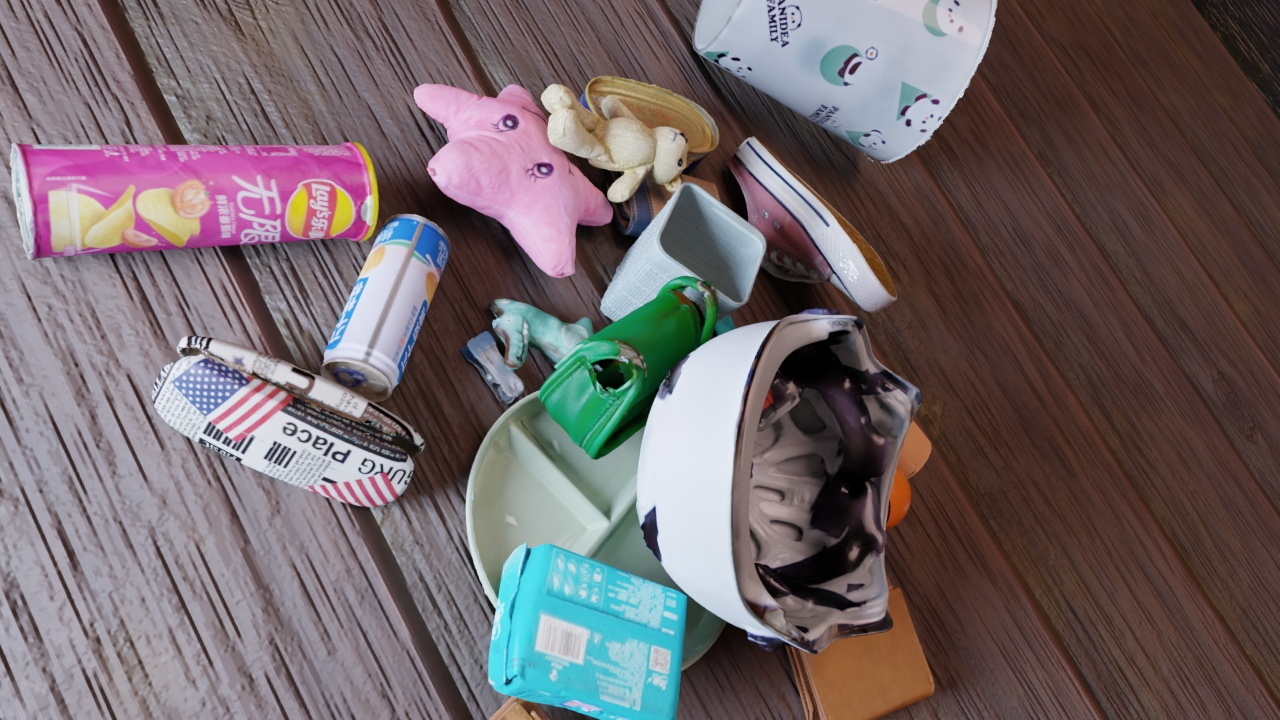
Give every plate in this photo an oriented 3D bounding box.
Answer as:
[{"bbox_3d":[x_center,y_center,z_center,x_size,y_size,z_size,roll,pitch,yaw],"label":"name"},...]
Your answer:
[{"bbox_3d":[-0.025,0.124,0.682,0.230,0.028,0.229,16,57,-26],"label":"plate"}]

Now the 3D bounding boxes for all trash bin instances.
[{"bbox_3d":[0.210,-0.371,1.002,0.251,0.230,0.229,21,55,-17],"label":"trash bin"}]

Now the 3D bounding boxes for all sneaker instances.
[{"bbox_3d":[0.153,-0.120,0.903,0.118,0.088,0.241,17,32,-53],"label":"sneaker"}]

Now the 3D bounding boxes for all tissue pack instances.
[{"bbox_3d":[-0.029,0.181,0.594,0.133,0.050,0.093,25,52,-21],"label":"tissue pack"}]

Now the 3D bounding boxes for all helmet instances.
[{"bbox_3d":[0.082,0.079,0.645,0.258,0.146,0.229,19,76,-48],"label":"helmet"}]

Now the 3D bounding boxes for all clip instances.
[{"bbox_3d":[-0.111,0.006,0.696,0.026,0.038,0.058,-31,86,-44],"label":"clip"}]

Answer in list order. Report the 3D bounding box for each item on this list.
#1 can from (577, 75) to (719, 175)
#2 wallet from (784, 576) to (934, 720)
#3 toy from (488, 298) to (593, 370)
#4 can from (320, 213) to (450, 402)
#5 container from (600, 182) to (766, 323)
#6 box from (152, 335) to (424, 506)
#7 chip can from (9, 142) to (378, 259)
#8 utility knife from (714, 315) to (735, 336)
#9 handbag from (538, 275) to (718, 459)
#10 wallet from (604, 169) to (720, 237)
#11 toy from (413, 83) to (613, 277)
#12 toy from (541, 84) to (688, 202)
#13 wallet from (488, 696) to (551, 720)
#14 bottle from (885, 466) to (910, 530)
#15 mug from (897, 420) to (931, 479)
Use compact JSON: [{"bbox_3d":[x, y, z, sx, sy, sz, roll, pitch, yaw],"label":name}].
[{"bbox_3d":[0.003,-0.223,0.883,0.148,0.049,0.074,6,61,-32],"label":"can"},{"bbox_3d":[0.177,0.238,0.750,0.131,0.031,0.107,-5,70,-36],"label":"wallet"},{"bbox_3d":[-0.079,-0.018,0.721,0.092,0.030,0.096,23,35,-18],"label":"toy"},{"bbox_3d":[-0.179,-0.039,0.652,0.053,0.053,0.134,26,53,-20],"label":"can"},{"bbox_3d":[0.032,-0.072,0.776,0.090,0.112,0.089,34,51,-13],"label":"container"},{"bbox_3d":[-0.219,0.045,0.572,0.163,0.075,0.082,30,62,-20],"label":"box"},{"bbox_3d":[-0.288,-0.108,0.608,0.210,0.072,0.071,-10,71,-37],"label":"chip can"},{"bbox_3d":[0.070,-0.052,0.856,0.029,0.013,0.157,-12,72,-38],"label":"utility knife"},{"bbox_3d":[-0.004,0.004,0.669,0.068,0.120,0.131,48,49,8],"label":"handbag"},{"bbox_3d":[0.027,-0.145,0.860,0.115,0.033,0.090,7,53,-30],"label":"wallet"},{"bbox_3d":[-0.105,-0.151,0.749,0.194,0.075,0.178,56,37,7],"label":"toy"},{"bbox_3d":[-0.020,-0.190,0.781,0.157,0.066,0.105,11,58,-44],"label":"toy"},{"bbox_3d":[-0.061,0.282,0.562,0.130,0.035,0.118,52,49,0],"label":"wallet"},{"bbox_3d":[0.163,0.129,0.788,0.149,0.067,0.066,-14,73,-31],"label":"bottle"},{"bbox_3d":[0.208,0.054,0.852,0.123,0.078,0.078,43,49,-12],"label":"mug"}]
